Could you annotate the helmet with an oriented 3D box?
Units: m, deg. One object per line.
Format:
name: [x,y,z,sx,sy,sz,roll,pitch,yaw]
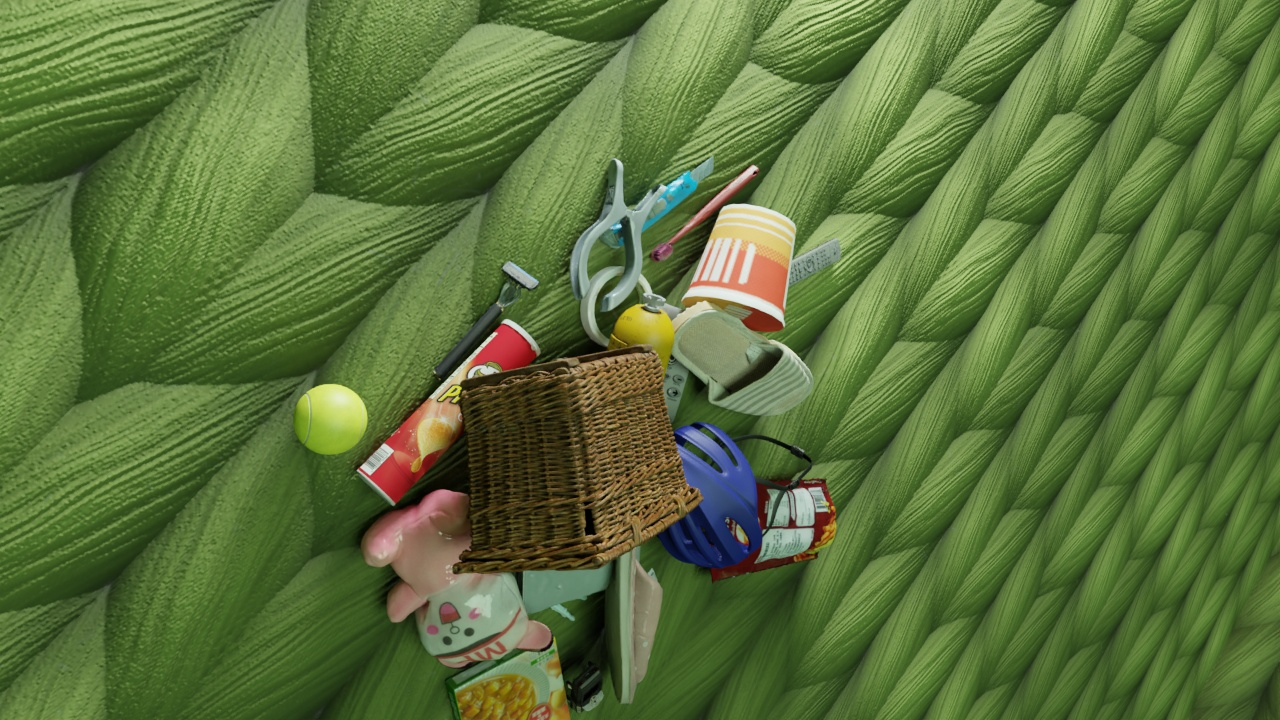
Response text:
helmet: [0.105,0.140,1.112,0.227,0.148,0.242,-38,129,-21]

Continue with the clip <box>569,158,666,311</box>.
clip: [-0.042,-0.142,1.004,0.115,0.028,0.163,25,79,-27]

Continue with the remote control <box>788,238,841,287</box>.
remote control: [0.219,-0.126,1.225,0.136,0.013,0.033,-29,117,-29]

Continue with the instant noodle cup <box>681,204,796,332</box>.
instant noodle cup: [0.126,-0.112,1.097,0.123,0.124,0.121,23,78,-38]

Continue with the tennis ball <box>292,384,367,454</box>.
tennis ball: [-0.287,0.055,0.850,0.065,0.065,0.065,-9,106,-36]

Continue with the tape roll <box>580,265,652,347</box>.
tape roll: [-0.026,-0.061,1.052,0.093,0.018,0.094,-9,105,-36]

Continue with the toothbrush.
toothbrush: [0.081,-0.178,1.107,0.189,0.016,0.016,-43,122,-22]

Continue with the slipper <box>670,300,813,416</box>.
slipper: [0.127,0.009,1.126,0.115,0.054,0.272,-38,138,21]

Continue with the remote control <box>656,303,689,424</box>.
remote control: [0.028,0.010,1.109,0.074,0.019,0.151,16,90,-39]

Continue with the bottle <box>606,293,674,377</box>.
bottle: [-0.006,0.006,1.029,0.071,0.071,0.164,1,112,-38]

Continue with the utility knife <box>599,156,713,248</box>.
utility knife: [0.024,-0.184,1.065,0.185,0.015,0.031,-42,125,-24]

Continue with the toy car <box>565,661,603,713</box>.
toy car: [-0.064,0.395,1.101,0.040,0.037,0.092,-35,152,-28]

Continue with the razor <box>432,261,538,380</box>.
razor: [-0.165,-0.037,0.953,0.144,0.043,0.022,-51,168,-11]

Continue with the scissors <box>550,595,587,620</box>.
scissors: [-0.119,0.251,1.058,0.175,0.032,0.092,31,79,-42]

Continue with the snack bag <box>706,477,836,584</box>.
snack bag: [0.174,0.224,1.245,0.207,0.067,0.139,0,95,-35]

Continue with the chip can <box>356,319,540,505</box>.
chip can: [-0.192,0.051,0.931,0.214,0.052,0.052,-48,124,-18]

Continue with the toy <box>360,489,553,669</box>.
toy: [-0.188,0.234,0.950,0.142,0.084,0.213,-23,112,5]

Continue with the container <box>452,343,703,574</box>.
container: [-0.064,0.089,0.909,0.249,0.162,0.183,-11,91,-66]

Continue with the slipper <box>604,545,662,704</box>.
slipper: [-0.008,0.277,1.092,0.054,0.114,0.274,-1,100,-12]

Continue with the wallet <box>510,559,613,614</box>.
wallet: [-0.093,0.226,1.040,0.131,0.054,0.100,-9,100,-38]

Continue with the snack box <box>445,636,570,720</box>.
snack box: [-0.147,0.415,1.066,0.131,0.027,0.168,-20,112,-32]
